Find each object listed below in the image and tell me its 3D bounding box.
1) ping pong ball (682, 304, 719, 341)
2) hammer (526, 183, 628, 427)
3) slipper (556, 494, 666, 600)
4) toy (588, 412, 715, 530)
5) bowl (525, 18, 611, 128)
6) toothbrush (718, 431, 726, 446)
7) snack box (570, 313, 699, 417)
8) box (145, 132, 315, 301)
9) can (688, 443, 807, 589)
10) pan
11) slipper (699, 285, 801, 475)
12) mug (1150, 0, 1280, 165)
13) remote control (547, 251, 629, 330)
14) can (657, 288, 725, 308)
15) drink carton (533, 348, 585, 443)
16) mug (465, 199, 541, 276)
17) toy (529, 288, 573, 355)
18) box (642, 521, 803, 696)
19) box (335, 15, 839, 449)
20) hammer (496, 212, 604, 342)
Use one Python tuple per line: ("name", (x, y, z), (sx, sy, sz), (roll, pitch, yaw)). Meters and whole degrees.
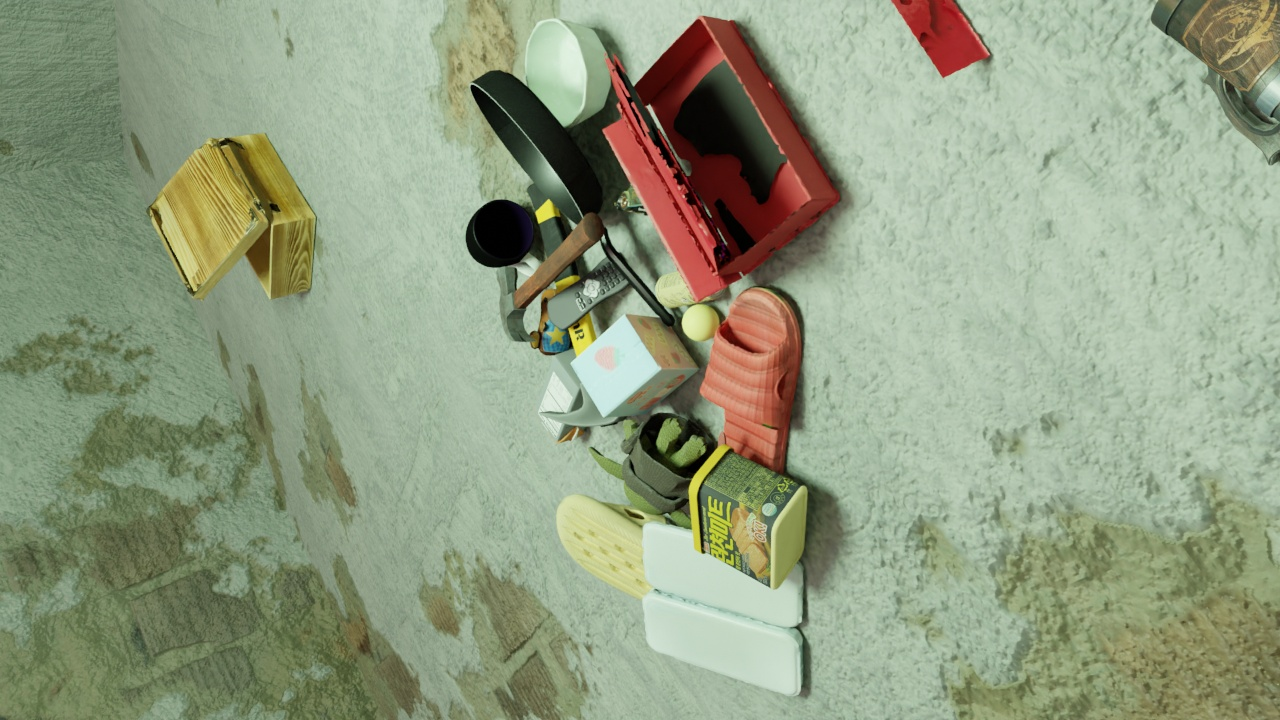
("ping pong ball", (0.065, -0.041, 0.990), (0.040, 0.040, 0.040), (28, 128, 44))
("hammer", (-0.088, -0.072, 1.154), (0.170, 0.034, 0.324), (-20, 83, 30))
("slipper", (0.012, 0.249, 1.176), (0.261, 0.079, 0.111), (26, 122, 21))
("toy", (0.029, 0.126, 1.084), (0.179, 0.078, 0.153), (36, 143, 8))
("bowl", (-0.072, -0.321, 1.019), (0.117, 0.061, 0.118), (29, 129, 43))
("toothbrush", (0.091, 0.141, 1.030), (0.015, 0.015, 0.185), (36, 146, 34))
("snack box", (-0.006, 0.006, 1.035), (0.093, 0.094, 0.079), (-41, 71, 24))
("box", (-0.860, -0.303, 1.922), (0.279, 0.263, 0.270), (54, 140, 24))
("can", (0.115, 0.166, 0.964), (0.101, 0.072, 0.131), (25, 143, 29))
("pan", (-0.067, -0.185, 1.046), (0.355, 0.044, 0.204), (49, 175, 3))
("slipper", (0.108, 0.041, 0.957), (0.103, 0.059, 0.249), (30, 130, 42))
("mug", (0.354, -0.177, 0.517), (0.107, 0.080, 0.116), (54, 170, 20))
("remote control", (-0.065, -0.082, 1.116), (0.125, 0.009, 0.046), (-34, 74, 22))
("can", (0.053, -0.080, 0.989), (0.080, 0.038, 0.038), (-8, 100, 54))
("drink carton", (-0.097, 0.048, 1.243), (0.076, 0.048, 0.125), (52, 141, 24))
("mug", (-0.185, -0.155, 1.249), (0.119, 0.084, 0.100), (43, 161, -13))
("toy", (-0.121, -0.052, 1.242), (0.103, 0.070, 0.090), (-165, 73, -75))
("box", (0.093, 0.290, 1.074), (0.209, 0.037, 0.190), (11, 117, 29))
("box", (-0.057, -0.118, 0.904), (0.469, 0.138, 0.214), (-32, 78, 21))
("hammer", (-0.111, -0.101, 1.080), (0.301, 0.028, 0.111), (-31, 64, 61))
